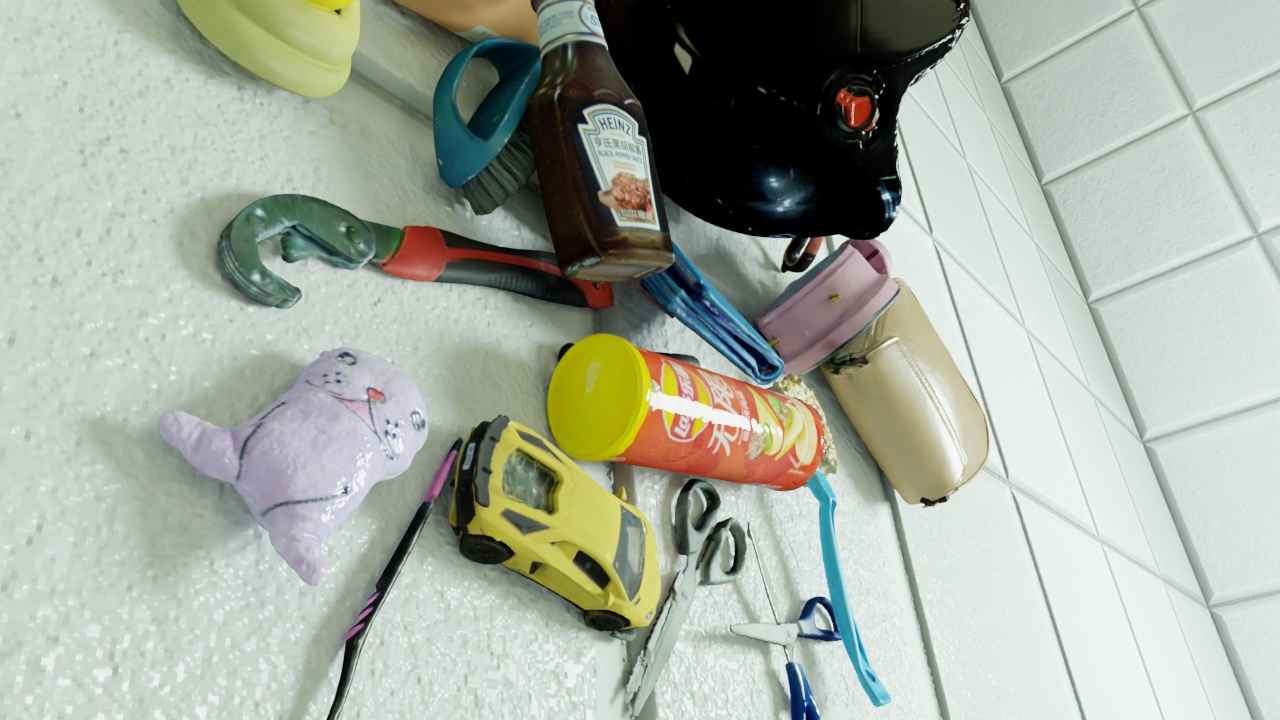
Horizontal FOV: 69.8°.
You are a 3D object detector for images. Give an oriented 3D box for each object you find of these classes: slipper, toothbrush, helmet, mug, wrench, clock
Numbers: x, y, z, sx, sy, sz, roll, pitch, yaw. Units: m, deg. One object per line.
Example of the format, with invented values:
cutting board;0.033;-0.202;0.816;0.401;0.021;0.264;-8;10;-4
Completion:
slipper;-0.178;-0.223;0.453;0.091;0.082;0.190;14;54;-48
toothbrush;-0.110;0.096;0.382;0.018;0.014;0.188;36;38;-16
helmet;0.092;-0.209;0.694;0.233;0.230;0.275;-155;-132;-75
mug;-0.101;-0.237;0.581;0.122;0.078;0.078;19;53;-55
wrench;-0.100;-0.051;0.499;0.272;0.016;0.056;-1;69;-55
clock;0.160;-0.051;0.782;0.060;0.117;0.158;50;35;-1

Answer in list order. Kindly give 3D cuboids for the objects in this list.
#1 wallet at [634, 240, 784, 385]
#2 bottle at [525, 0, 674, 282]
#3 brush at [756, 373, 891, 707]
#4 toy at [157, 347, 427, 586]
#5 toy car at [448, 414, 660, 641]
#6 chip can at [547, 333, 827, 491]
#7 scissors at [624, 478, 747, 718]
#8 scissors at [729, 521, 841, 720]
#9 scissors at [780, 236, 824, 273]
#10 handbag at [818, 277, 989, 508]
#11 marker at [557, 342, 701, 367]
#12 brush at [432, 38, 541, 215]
wallet;0.033;-0.044;0.620;0.106;0.040;0.133;38;9;-35
bottle;-0.031;-0.144;0.533;0.079;0.044;0.194;-3;77;-48
brush;0.135;0.124;0.678;0.083;0.046;0.254;23;48;-55
toy;-0.130;0.031;0.376;0.084;0.039;0.107;47;35;-5
toy car;-0.035;0.086;0.470;0.156;0.041;0.071;43;39;-33
chip can;0.038;0.039;0.581;0.216;0.073;0.073;17;54;-50
scissors;0.020;0.131;0.545;0.174;0.014;0.136;5;65;-52
scissors;0.104;0.188;0.613;0.162;0.012;0.173;-9;79;-60
scissors;0.167;-0.178;0.819;0.015;0.216;0.195;9;88;-17
handbag;0.243;0.033;0.860;0.204;0.100;0.147;57;40;-10
marker;-0.004;0.003;0.595;0.131;0.020;0.022;5;80;-53
brush;-0.087;-0.151;0.551;0.073;0.055;0.143;47;36;-27
